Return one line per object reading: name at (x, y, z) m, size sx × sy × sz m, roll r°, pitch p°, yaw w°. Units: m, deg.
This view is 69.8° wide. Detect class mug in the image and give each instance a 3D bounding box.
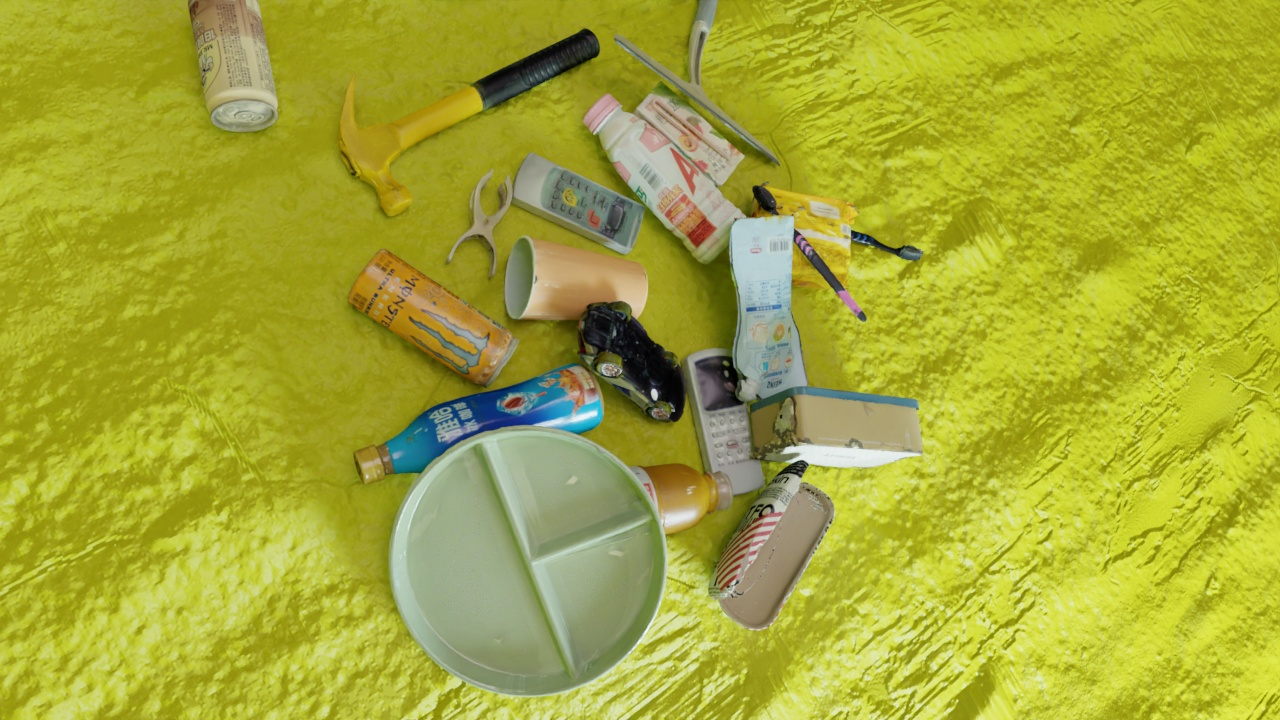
mug at (-0.060, -0.072, 0.873) m, size 0.122 × 0.078 × 0.078 m, roll 5°, pitch 74°, yaw -28°

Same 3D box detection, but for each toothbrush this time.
toothbrush at (0.181, -0.113, 0.971) m, size 0.014 × 0.018 × 0.189 m, roll -43°, pitch 98°, yaw -10°
toothbrush at (0.246, -0.145, 1.056) m, size 0.189 × 0.016 × 0.014 m, roll 14°, pitch 69°, yaw -18°

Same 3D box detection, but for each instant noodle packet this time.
instant noodle packet at (0.177, -0.130, 1.004) m, size 0.128 × 0.044 × 0.110 m, roll 10°, pitch 81°, yaw -17°

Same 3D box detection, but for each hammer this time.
hammer at (-0.161, -0.259, 0.902) m, size 0.300 × 0.033 × 0.129 m, roll -35°, pitch 92°, yaw -27°

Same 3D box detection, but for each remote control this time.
remote control at (-0.063, -0.158, 0.922) m, size 0.135 × 0.019 × 0.056 m, roll 23°, pitch 68°, yaw -16°
remote control at (0.083, 0.061, 0.924) m, size 0.058 × 0.021 × 0.150 m, roll -8°, pitch 80°, yaw -26°

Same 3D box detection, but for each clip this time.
clip at (-0.151, -0.131, 0.872) m, size 0.072 × 0.035 × 0.100 m, roll 17°, pitch 78°, yaw -19°

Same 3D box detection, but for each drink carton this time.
drink carton at (0.047, -0.235, 0.977) m, size 0.122 × 0.046 × 0.053 m, roll 41°, pitch 65°, yaw -8°

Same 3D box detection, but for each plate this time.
plate at (-0.092, 0.165, 0.763) m, size 0.230 × 0.027 × 0.230 m, roll 0°, pitch 95°, yaw -2°

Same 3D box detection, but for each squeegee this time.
squeegee at (0.071, -0.371, 1.030) m, size 0.246 × 0.039 × 0.246 m, roll 26°, pitch 60°, yaw -34°

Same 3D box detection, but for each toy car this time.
toy car at (-0.005, 0.005, 0.868) m, size 0.158 × 0.042 × 0.070 m, roll 43°, pitch 45°, yaw -40°

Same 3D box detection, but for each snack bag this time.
snack bag at (0.129, -0.051, 0.932) m, size 0.110 × 0.039 × 0.191 m, roll -16°, pitch 106°, yaw -50°

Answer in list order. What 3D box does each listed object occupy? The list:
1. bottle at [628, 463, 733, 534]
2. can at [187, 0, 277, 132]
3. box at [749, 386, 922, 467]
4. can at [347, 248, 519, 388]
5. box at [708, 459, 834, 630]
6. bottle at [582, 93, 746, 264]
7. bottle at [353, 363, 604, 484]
bottle at (-0.005, 0.131, 0.840) m, size 0.189 × 0.068 × 0.068 m, roll -4°, pitch 77°, yaw -25°
can at (-0.356, -0.265, 0.803) m, size 0.058 × 0.059 × 0.116 m, roll -9°, pitch 79°, yaw -25°
box at (0.204, 0.070, 0.929) m, size 0.184 × 0.090 × 0.062 m, roll 6°, pitch 71°, yaw -31°
can at (-0.183, -0.036, 0.815) m, size 0.146 × 0.058 × 0.058 m, roll 34°, pitch 65°, yaw -11°
box at (0.132, 0.178, 0.883) m, size 0.086 × 0.076 × 0.161 m, roll 38°, pitch 64°, yaw -7°
bottle at (0.022, -0.189, 0.944) m, size 0.197 × 0.068 × 0.068 m, roll 45°, pitch 63°, yaw -3°
bottle at (-0.139, 0.060, 0.803) m, size 0.218 × 0.065 × 0.065 m, roll -18°, pitch 83°, yaw -27°
